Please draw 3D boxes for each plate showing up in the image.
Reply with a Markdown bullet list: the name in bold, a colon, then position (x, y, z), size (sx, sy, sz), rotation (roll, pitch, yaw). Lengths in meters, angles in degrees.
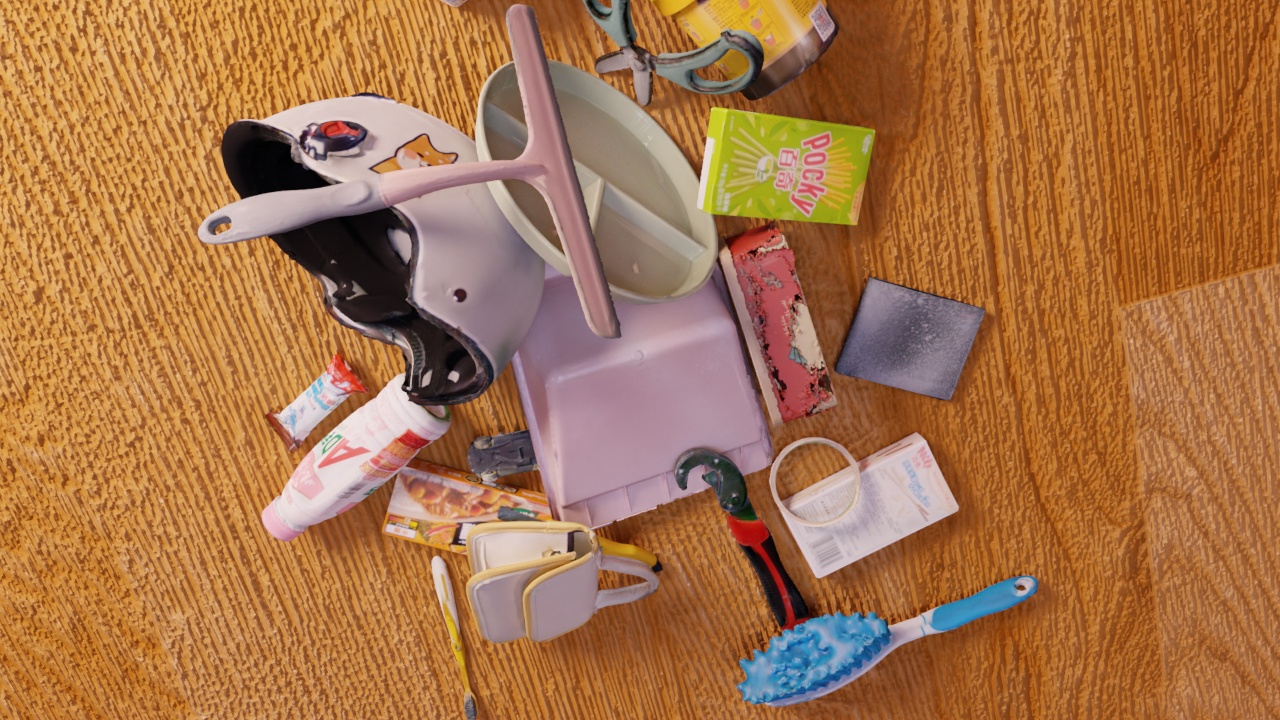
- **plate**: position (-0.032, -0.139, 0.723), size (0.230, 0.229, 0.028), rotation (42, 130, -13)

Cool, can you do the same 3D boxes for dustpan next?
- **dustpan**: position (-0.005, 0.005, 0.847), size (0.222, 0.138, 0.274), rotation (-16, 135, -10)

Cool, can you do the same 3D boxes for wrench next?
- **wrench**: position (0.112, 0.186, 0.896), size (0.056, 0.016, 0.273), rotation (-31, 117, 3)

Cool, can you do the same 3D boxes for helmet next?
- **helmet**: position (-0.180, -0.106, 0.728), size (0.274, 0.231, 0.156), rotation (43, 63, 11)

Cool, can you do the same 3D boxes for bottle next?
- **bottle**: position (-0.266, 0.094, 0.847), size (0.197, 0.068, 0.068), rotation (-39, 105, 11)

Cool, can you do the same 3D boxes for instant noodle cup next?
- **instant noodle cup**: position (0.089, -0.282, 0.732), size (0.118, 0.118, 0.114), rotation (-40, 112, 8)

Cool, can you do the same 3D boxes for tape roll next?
- **tape roll**: position (0.168, 0.117, 0.882), size (0.086, 0.014, 0.085), rotation (-2, 81, 11)

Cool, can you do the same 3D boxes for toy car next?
- **toy car**: position (-0.118, 0.085, 0.867), size (0.090, 0.034, 0.043), rotation (-12, 109, -1)

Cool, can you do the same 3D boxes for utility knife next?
- **utility knife**: position (-0.054, 0.169, 0.863), size (0.033, 0.015, 0.208), rotation (-41, 132, 24)

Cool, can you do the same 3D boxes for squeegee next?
- **squeegee**: position (-0.155, -0.108, 0.591), size (0.249, 0.040, 0.247), rotation (-14, 84, -15)

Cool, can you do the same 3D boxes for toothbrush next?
- **toothbrush**: position (-0.188, 0.285, 0.930), size (0.016, 0.018, 0.191), rotation (-9, 107, -2)

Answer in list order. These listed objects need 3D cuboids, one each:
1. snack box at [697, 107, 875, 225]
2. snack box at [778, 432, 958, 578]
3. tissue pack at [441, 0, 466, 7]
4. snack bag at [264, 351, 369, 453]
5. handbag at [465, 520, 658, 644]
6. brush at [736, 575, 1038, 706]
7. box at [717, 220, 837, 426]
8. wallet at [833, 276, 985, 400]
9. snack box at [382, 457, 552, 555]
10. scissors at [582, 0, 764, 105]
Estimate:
- **snack box**: position (0.126, -0.163, 0.782), size (0.156, 0.026, 0.086), rotation (0, 108, -27)
- **snack box**: position (0.224, 0.144, 0.906), size (0.157, 0.027, 0.085), rotation (-28, 105, 5)
- **tissue pack**: position (-0.129, -0.337, 0.713), size (0.140, 0.090, 0.063), rotation (-39, 104, 8)
- **snack bag**: position (-0.300, 0.039, 0.849), size (0.104, 0.026, 0.048), rotation (-37, 93, 7)
- **handbag**: position (-0.069, 0.209, 0.853), size (0.178, 0.063, 0.164), rotation (-3, 144, -6)
- **brush**: position (0.252, 0.275, 0.927), size (0.315, 0.060, 0.109), rotation (-28, 142, 8)
- **box**: position (0.127, -0.035, 0.814), size (0.076, 0.091, 0.168), rotation (-19, 107, 7)
- **wallet**: position (0.254, -0.019, 0.866), size (0.121, 0.019, 0.097), rotation (14, 107, -8)
- **snack box**: position (-0.165, 0.149, 0.888), size (0.153, 0.026, 0.075), rotation (16, 105, -8)
- **scissors**: position (0.023, -0.249, 0.714), size (0.181, 0.170, 0.019), rotation (21, 67, 16)
